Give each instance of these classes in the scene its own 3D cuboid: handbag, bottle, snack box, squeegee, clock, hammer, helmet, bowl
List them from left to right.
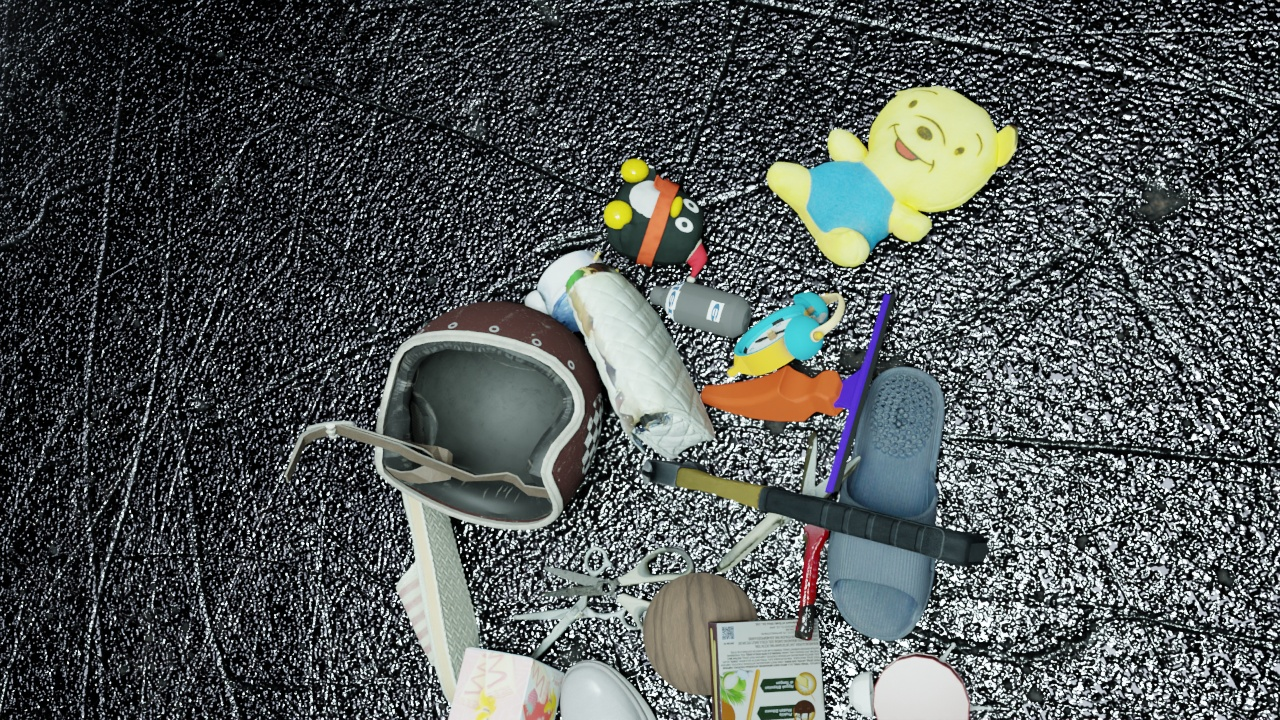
[{"bbox_3d":[-0.160,0.063,0.931,0.233,0.234,0.252,5,59,15],"label":"helmet"},{"bbox_3d":[-0.136,0.353,0.936,0.080,0.093,0.094,3,64,20],"label":"snack box"},{"bbox_3d":[-0.080,-0.067,1.017,0.125,0.089,0.052,-39,64,6],"label":"clock"},{"bbox_3d":[-0.005,0.006,0.935,0.072,0.139,0.194,-32,57,12],"label":"handbag"},{"bbox_3d":[0.063,-0.058,0.987,0.112,0.047,0.047,18,85,22],"label":"bottle"},{"bbox_3d":[0.060,0.273,0.914,0.119,0.032,0.119,-2,77,7],"label":"bowl"},{"bbox_3d":[0.121,0.341,0.866,0.101,0.032,0.185,0,77,-11],"label":"snack box"},{"bbox_3d":[0.146,0.035,0.925,0.185,0.055,0.248,-2,46,34],"label":"squeegee"},{"bbox_3d":[0.148,-0.027,0.926,0.130,0.098,0.044,-28,107,28],"label":"clock"},{"bbox_3d":[0.138,0.130,0.826,0.334,0.117,0.025,9,88,41],"label":"hammer"},{"bbox_3d":[0.248,0.318,0.844,0.125,0.044,0.087,-31,71,11],"label":"clock"}]

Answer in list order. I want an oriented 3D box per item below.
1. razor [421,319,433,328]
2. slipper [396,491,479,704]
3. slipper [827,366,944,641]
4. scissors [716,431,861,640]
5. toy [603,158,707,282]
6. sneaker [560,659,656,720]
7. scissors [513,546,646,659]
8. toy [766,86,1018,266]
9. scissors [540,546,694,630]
[{"bbox_3d":[-0.236,0.023,1.076,0.064,0.053,0.140,-4,81,53],"label":"razor"},{"bbox_3d":[-0.225,0.241,0.992,0.052,0.115,0.262,-15,79,4],"label":"slipper"},{"bbox_3d":[0.232,0.130,0.870,0.101,0.082,0.263,7,81,23],"label":"slipper"},{"bbox_3d":[0.140,0.170,0.890,0.180,0.015,0.199,-20,59,46],"label":"scissors"},{"bbox_3d":[0.022,-0.148,0.996,0.119,0.100,0.097,19,65,-1],"label":"toy"},{"bbox_3d":[-0.023,0.417,0.875,0.097,0.128,0.263,-30,69,10],"label":"sneaker"},{"bbox_3d":[-0.055,0.273,0.977,0.165,0.014,0.141,21,84,21],"label":"scissors"},{"bbox_3d":[0.255,-0.190,0.928,0.214,0.084,0.149,-36,71,7],"label":"toy"},{"bbox_3d":[-0.017,0.233,0.962,0.163,0.012,0.153,40,85,19],"label":"scissors"}]
